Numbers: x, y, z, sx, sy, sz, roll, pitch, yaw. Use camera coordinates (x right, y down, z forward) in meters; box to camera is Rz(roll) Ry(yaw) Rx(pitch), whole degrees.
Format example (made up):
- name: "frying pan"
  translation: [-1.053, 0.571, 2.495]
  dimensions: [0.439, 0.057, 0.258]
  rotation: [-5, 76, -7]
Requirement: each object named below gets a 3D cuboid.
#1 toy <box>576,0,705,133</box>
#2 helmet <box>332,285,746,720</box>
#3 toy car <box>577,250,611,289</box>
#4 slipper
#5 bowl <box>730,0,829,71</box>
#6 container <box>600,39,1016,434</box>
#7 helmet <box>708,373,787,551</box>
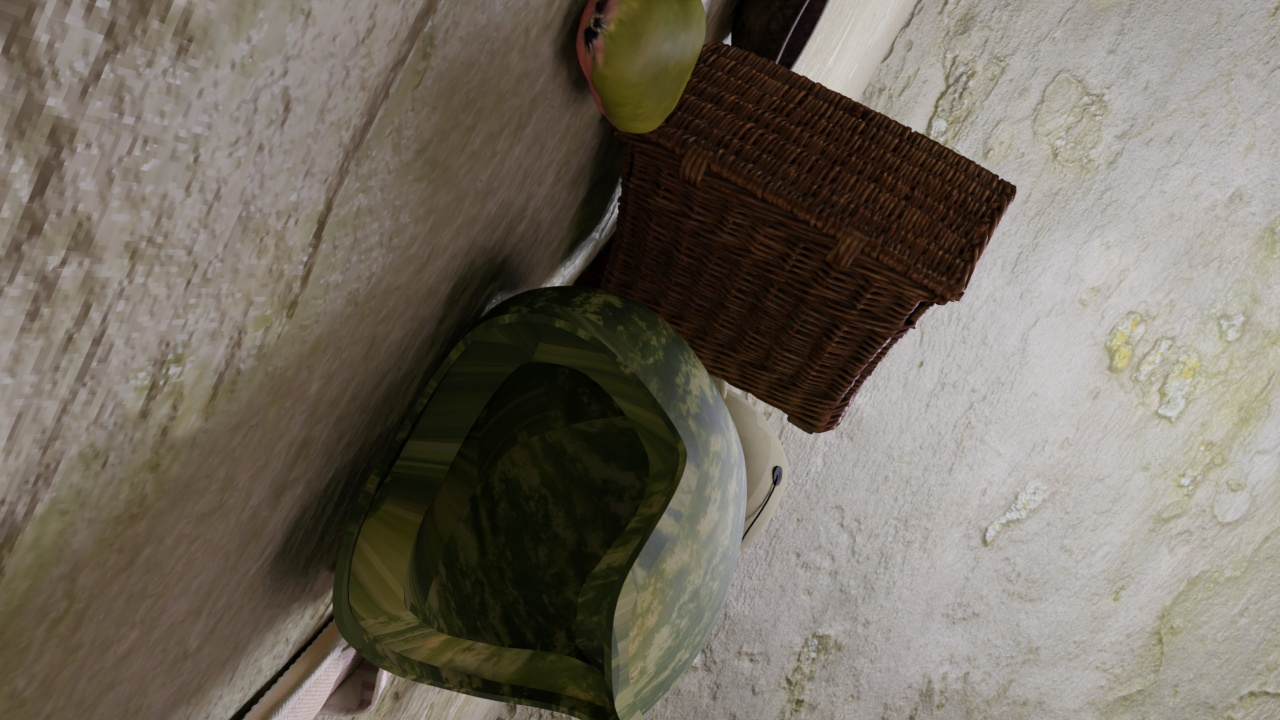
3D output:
- name: "toy"
  translation: [0.001, -0.170, 0.492]
  dimensions: [0.090, 0.051, 0.109]
  rotation: [-63, 170, 10]
- name: "helmet"
  translation: [-0.042, 0.087, 0.569]
  dimensions: [0.243, 0.213, 0.246]
  rotation: [58, 41, -58]
- name: "toy car"
  translation: [-0.005, -0.073, 0.800]
  dimensions: [0.169, 0.062, 0.070]
  rotation: [-55, 172, -27]
- name: "slipper"
  translation: [-0.206, 0.217, 0.667]
  dimensions: [0.115, 0.052, 0.262]
  rotation: [-62, 172, 33]
- name: "bowl"
  translation: [0.109, -0.282, 0.747]
  dimensions: [0.121, 0.056, 0.121]
  rotation: [-58, 173, -12]
- name: "container"
  translation: [0.097, -0.081, 0.662]
  dimensions: [0.161, 0.250, 0.184]
  rotation: [-47, 162, -43]
- name: "helmet"
  translation: [0.046, 0.125, 1.111]
  dimensions: [0.232, 0.256, 0.251]
  rotation: [-55, 169, -23]
